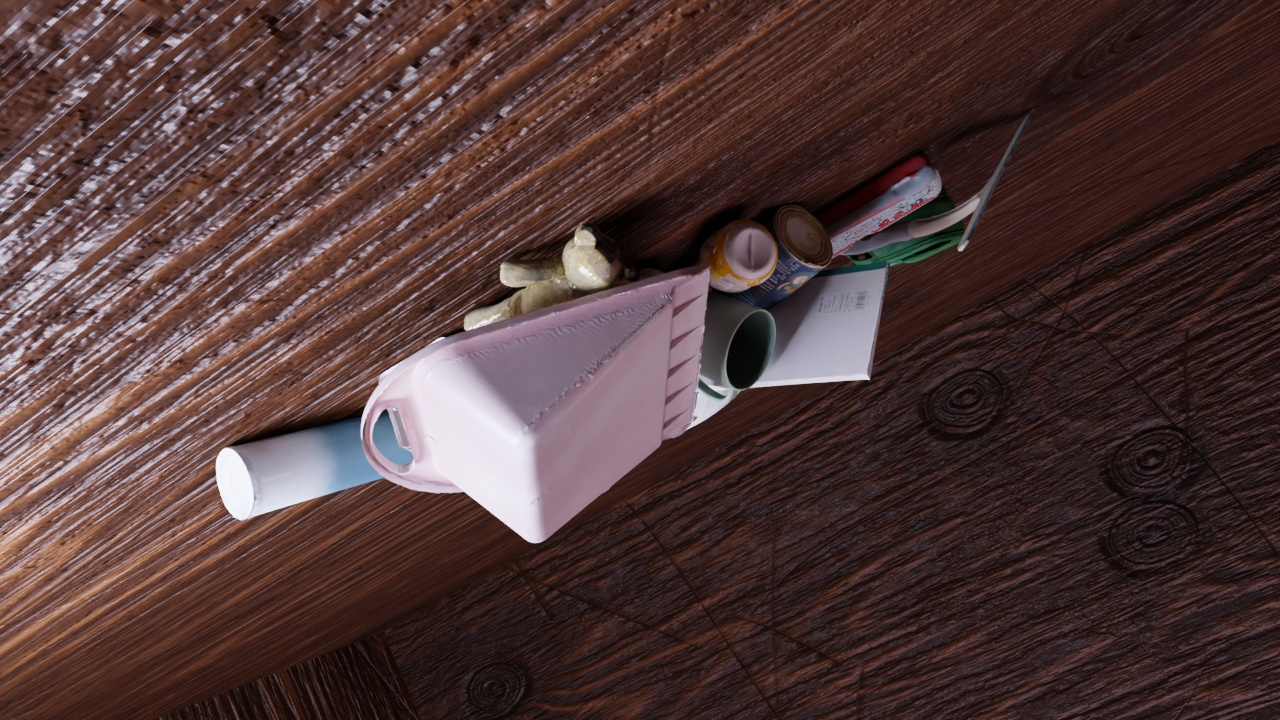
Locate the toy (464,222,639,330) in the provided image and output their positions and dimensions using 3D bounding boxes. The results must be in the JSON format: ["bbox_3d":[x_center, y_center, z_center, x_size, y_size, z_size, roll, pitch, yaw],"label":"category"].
[{"bbox_3d":[-0.076,-0.052,0.735,0.158,0.066,0.105,-30,126,29],"label":"toy"}]

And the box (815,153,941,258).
[{"bbox_3d":[0.233,-0.150,1.002,0.201,0.048,0.087,-30,168,16],"label":"box"}]

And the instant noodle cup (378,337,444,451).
[{"bbox_3d":[-0.161,0.042,0.827,0.116,0.116,0.124,-30,156,11],"label":"instant noodle cup"}]

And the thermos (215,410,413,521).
[{"bbox_3d":[-0.275,0.088,0.855,0.219,0.070,0.070,-14,162,-49],"label":"thermos"}]

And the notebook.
[{"bbox_3d":[0.150,-0.035,0.965,0.210,0.150,0.012,-5,140,34],"label":"notebook"}]

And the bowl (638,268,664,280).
[{"bbox_3d":[0.006,-0.047,0.863,0.064,0.118,0.118,-62,-179,-22],"label":"bowl"}]

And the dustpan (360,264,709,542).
[{"bbox_3d":[-0.080,0.026,0.760,0.272,0.139,0.223,-39,152,-31],"label":"dustpan"}]

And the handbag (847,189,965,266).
[{"bbox_3d":[0.339,-0.161,1.169,0.131,0.068,0.120,-17,172,-46],"label":"handbag"}]

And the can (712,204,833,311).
[{"bbox_3d":[0.133,-0.099,0.935,0.075,0.075,0.111,-17,164,-40],"label":"can"}]

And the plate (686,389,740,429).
[{"bbox_3d":[0.066,0.026,1.173,0.205,0.045,0.204,-33,-164,10],"label":"plate"}]

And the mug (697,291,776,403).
[{"bbox_3d":[0.069,-0.014,0.924,0.082,0.106,0.112,-26,126,-41],"label":"mug"}]

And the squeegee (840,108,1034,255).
[{"bbox_3d":[0.315,-0.157,1.048,0.247,0.039,0.245,-21,-153,51],"label":"squeegee"}]

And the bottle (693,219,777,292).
[{"bbox_3d":[0.085,-0.095,0.879,0.063,0.063,0.108,-24,-178,-18],"label":"bottle"}]
